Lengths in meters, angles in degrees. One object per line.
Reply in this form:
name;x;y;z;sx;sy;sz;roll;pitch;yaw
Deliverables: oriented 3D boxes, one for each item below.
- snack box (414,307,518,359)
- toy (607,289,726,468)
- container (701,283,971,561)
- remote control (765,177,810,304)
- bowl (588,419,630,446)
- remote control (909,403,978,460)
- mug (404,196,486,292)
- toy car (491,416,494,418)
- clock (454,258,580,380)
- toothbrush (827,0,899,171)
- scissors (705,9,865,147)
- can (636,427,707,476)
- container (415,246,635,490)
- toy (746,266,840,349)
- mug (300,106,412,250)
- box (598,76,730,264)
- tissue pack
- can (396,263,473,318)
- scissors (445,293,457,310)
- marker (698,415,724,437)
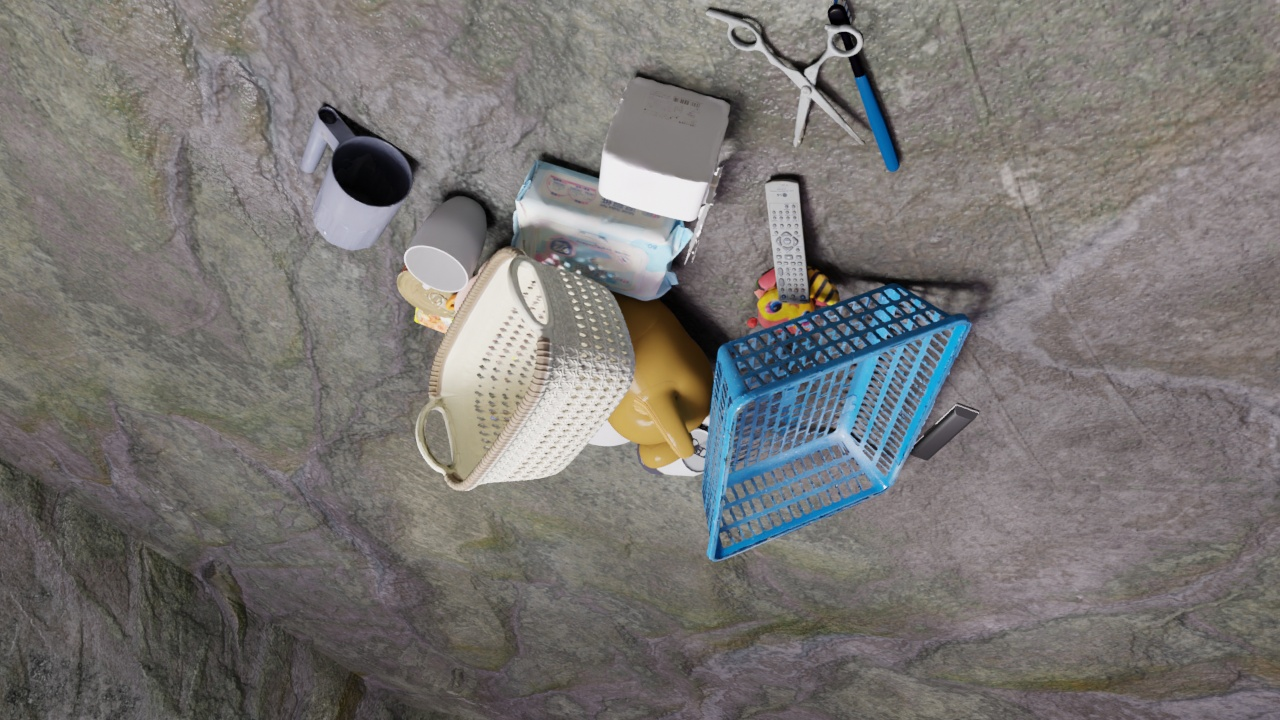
snack box;-0.213;-0.043;1.171;0.148;0.028;0.040;22;147;-5
toy;-0.006;0.006;1.040;0.162;0.198;0.203;-27;119;2
container;0.182;0.070;0.999;0.257;0.089;0.363;-19;147;-13
remote control;0.142;-0.113;0.883;0.033;0.013;0.137;4;128;23
bowl;-0.065;0.079;1.260;0.149;0.043;0.150;13;146;9
remote control;0.360;0.089;1.098;0.028;0.011;0.124;20;146;-2
mug;-0.211;-0.123;1.001;0.071;0.089;0.107;28;145;-14
toy car;-0.171;0.106;1.357;0.092;0.033;0.062;10;152;13
clock;-0.137;-0.050;1.035;0.130;0.086;0.161;-1;143;-35
toothbrush;0.184;-0.218;0.745;0.014;0.014;0.168;-4;141;32
scissors;0.124;-0.233;0.747;0.173;0.014;0.142;30;154;-6
can;0.050;0.121;1.220;0.064;0.064;0.128;34;160;-22
container;-0.118;0.015;0.931;0.142;0.184;0.247;7;139;-34
toy;0.159;-0.061;0.953;0.084;0.046;0.104;47;132;-2
mug;-0.311;-0.191;0.976;0.124;0.083;0.104;50;143;-3
box;0.029;-0.158;0.825;0.126;0.108;0.137;16;150;0
tissue pack;-0.041;-0.126;0.934;0.182;0.069;0.112;18;148;0
can;-0.246;-0.093;1.103;0.086;0.043;0.086;13;146;9
scissors;-0.168;-0.063;1.095;0.125;0.011;0.128;-5;152;-11
marker;0.072;0.067;1.194;0.126;0.025;0.025;37;142;-25
